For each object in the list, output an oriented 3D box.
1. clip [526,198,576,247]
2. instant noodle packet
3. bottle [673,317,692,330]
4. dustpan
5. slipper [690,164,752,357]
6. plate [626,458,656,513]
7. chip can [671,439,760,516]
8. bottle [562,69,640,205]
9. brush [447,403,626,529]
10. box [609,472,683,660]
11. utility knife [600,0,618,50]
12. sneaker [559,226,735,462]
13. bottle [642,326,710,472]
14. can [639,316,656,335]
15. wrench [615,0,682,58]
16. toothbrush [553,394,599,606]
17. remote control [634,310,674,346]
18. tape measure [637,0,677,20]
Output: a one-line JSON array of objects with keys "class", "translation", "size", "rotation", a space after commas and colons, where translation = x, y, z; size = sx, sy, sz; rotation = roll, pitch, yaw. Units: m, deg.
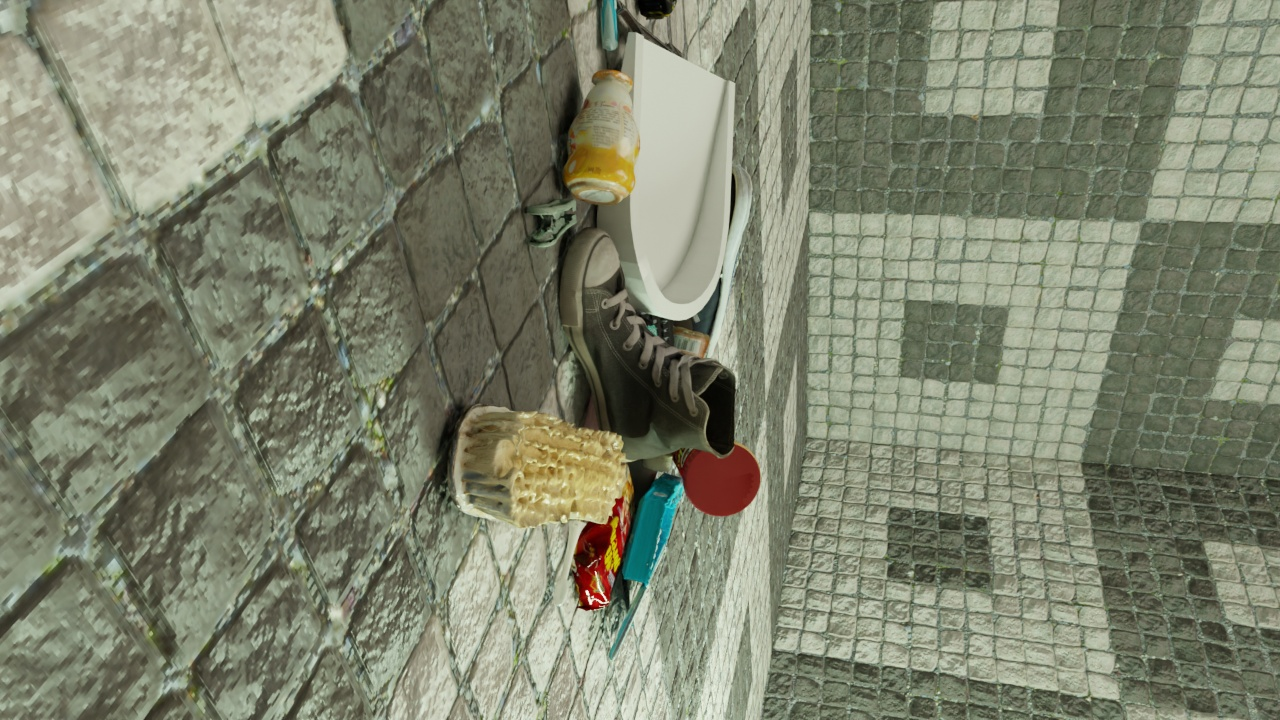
[{"class": "clip", "translation": [-0.070, -0.114, 0.736], "size": [0.075, 0.023, 0.037], "rotation": [-55, 145, -66]}, {"class": "instant noodle packet", "translation": [-0.036, 0.172, 0.916], "size": [0.135, 0.040, 0.099], "rotation": [-72, 167, -44]}, {"class": "bottle", "translation": [0.037, -0.057, 1.105], "size": [0.045, 0.045, 0.184], "rotation": [-38, 121, -70]}, {"class": "dustpan", "translation": [0.039, -0.172, 0.930], "size": [0.191, 0.053, 0.258], "rotation": [-1, 104, -56]}, {"class": "slipper", "translation": [0.082, -0.122, 1.178], "size": [0.111, 0.063, 0.264], "rotation": [-108, -151, -60]}, {"class": "plate", "translation": [-0.001, 0.089, 1.072], "size": [0.178, 0.012, 0.178], "rotation": [5, 89, -75]}, {"class": "chip can", "translation": [0.079, 0.114, 1.104], "size": [0.213, 0.087, 0.087], "rotation": [-124, -145, -79]}, {"class": "bottle", "translation": [-0.031, -0.190, 0.782], "size": [0.063, 0.063, 0.109], "rotation": [34, 62, -73]}, {"class": "brush", "translation": [-0.072, 0.086, 0.715], "size": [0.271, 0.057, 0.083], "rotation": [35, 61, -72]}, {"class": "box", "translation": [0.008, 0.228, 1.050], "size": [0.226, 0.039, 0.181], "rotation": [4, 101, -83]}, {"class": "utility knife", "translation": [-0.031, -0.355, 0.833], "size": [0.022, 0.015, 0.141], "rotation": [-52, 141, -70]}, {"class": "sneaker", "translation": [0.009, -0.012, 0.827], "size": [0.095, 0.120, 0.235], "rotation": [-42, 123, -55]}, {"class": "bottle", "translation": [0.036, 0.045, 1.058], "size": [0.059, 0.059, 0.167], "rotation": [9, 93, -75]}, {"class": "can", "translation": [-0.006, 0.006, 0.948], "size": [0.054, 0.055, 0.102], "rotation": [-71, 159, -44]}, {"class": "wrench", "translation": [0.024, -0.335, 0.991], "size": [0.070, 0.010, 0.272], "rotation": [58, 17, 4]}, {"class": "toothbrush", "translation": [-0.053, 0.119, 0.859], "size": [0.027, 0.027, 0.222], "rotation": [86, 14, -65]}, {"class": "remote control", "translation": [0.014, -0.005, 1.021], "size": [0.022, 0.047, 0.150], "rotation": [160, -71, -66]}, {"class": "tape measure", "translation": [0.018, -0.403, 0.952], "size": [0.071, 0.042, 0.072], "rotation": [72, 31, -44]}]
